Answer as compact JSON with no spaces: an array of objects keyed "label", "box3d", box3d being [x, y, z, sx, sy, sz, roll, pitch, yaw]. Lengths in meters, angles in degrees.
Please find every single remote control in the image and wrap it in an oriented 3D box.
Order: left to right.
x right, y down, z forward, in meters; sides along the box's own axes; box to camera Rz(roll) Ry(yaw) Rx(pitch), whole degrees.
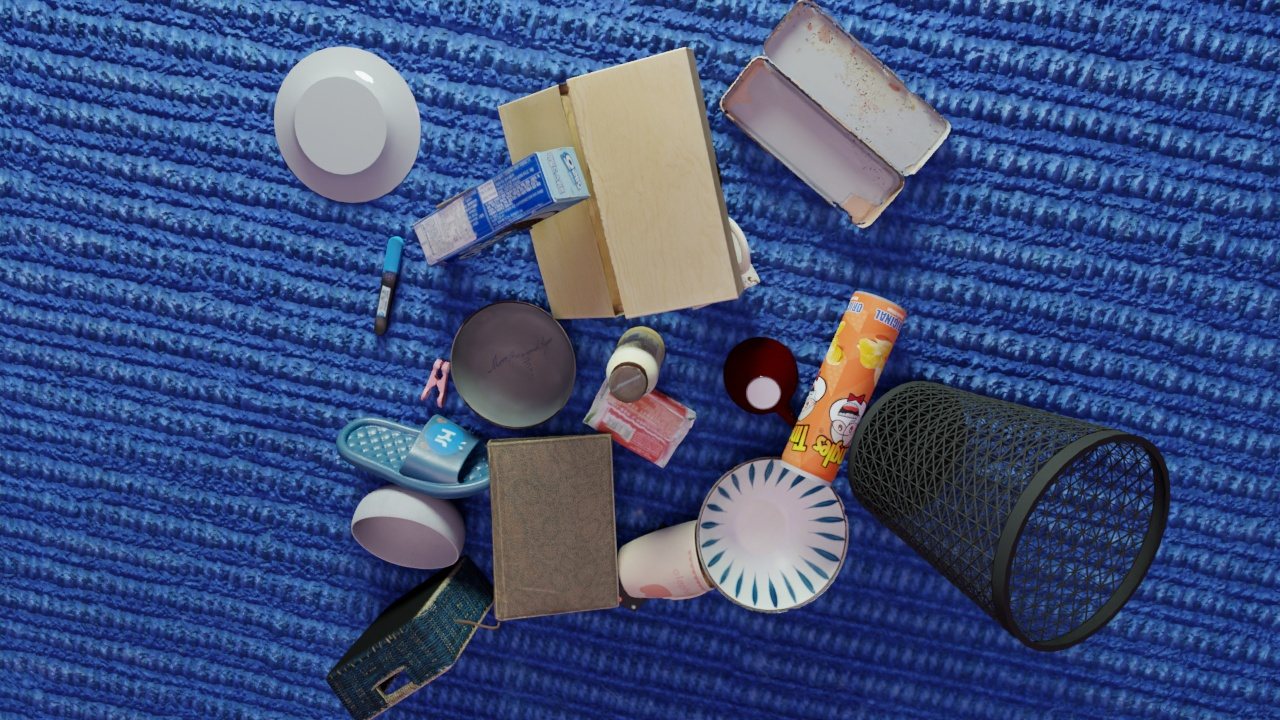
[{"label":"remote control","box3d":[0.009,0.257,1.146,0.039,0.010,0.125,28,105,-2]}]

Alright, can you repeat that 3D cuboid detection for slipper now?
[{"label":"slipper","box3d":[-0.259,0.107,1.085,0.214,0.103,0.059,12,127,7]}]

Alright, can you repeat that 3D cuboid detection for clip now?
[{"label":"clip","box3d":[-0.241,0.028,1.108,0.035,0.022,0.058,19,103,4]}]

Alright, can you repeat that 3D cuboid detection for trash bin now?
[{"label":"trash bin","box3d":[0.354,0.134,0.937,0.216,0.243,0.217,-9,111,-26]}]

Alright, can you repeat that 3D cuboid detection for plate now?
[{"label":"plate","box3d":[-0.338,-0.267,1.044,0.173,0.019,0.173,1,104,5]}]

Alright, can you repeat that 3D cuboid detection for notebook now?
[{"label":"notebook","box3d":[-0.120,0.194,1.057,0.190,0.034,0.215,-4,98,-12]}]

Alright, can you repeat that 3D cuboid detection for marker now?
[{"label":"marker","box3d":[-0.299,-0.088,1.088,0.018,0.015,0.123,17,108,4]}]

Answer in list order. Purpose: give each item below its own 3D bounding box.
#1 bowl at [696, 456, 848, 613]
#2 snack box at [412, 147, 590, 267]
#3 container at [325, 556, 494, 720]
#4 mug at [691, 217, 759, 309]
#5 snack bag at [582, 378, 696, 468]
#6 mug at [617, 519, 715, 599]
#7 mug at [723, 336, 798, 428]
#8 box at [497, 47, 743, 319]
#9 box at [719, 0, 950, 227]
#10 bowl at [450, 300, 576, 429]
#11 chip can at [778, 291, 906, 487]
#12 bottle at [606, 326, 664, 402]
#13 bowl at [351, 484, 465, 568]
[{"label":"bowl","box3d":[0.148,0.199,1.078,0.177,0.071,0.177,0,88,-5]},{"label":"snack box","box3d":[-0.152,-0.159,0.975,0.227,0.059,0.059,-17,95,42]},{"label":"container","box3d":[-0.270,0.327,1.099,0.145,0.187,0.071,-35,95,12]},{"label":"mug","box3d":[0.083,-0.118,0.996,0.081,0.122,0.097,-24,94,-19]},{"label":"snack bag","box3d":[-0.001,0.067,1.086,0.116,0.036,0.077,30,104,-2]},{"label":"mug","box3d":[0.037,0.251,1.100,0.104,0.085,0.111,-16,131,18]},{"label":"mug","box3d":[0.145,0.035,1.037,0.087,0.088,0.114,-37,98,13]},{"label":"box","box3d":[-0.031,-0.170,0.964,0.262,0.096,0.247,-3,105,39]},{"label":"box","box3d":[0.208,-0.263,0.986,0.216,0.042,0.149,38,108,-4]},{"label":"bowl","box3d":[-0.143,0.001,1.073,0.151,0.056,0.151,1,104,5]},{"label":"chip can","box3d":[0.224,0.032,1.016,0.062,0.062,0.210,24,90,-1]},{"label":"bottle","box3d":[-0.006,0.006,1.006,0.056,0.162,0.056,1,104,5]},{"label":"bowl","box3d":[-0.276,0.194,1.115,0.132,0.064,0.132,7,141,5]}]
